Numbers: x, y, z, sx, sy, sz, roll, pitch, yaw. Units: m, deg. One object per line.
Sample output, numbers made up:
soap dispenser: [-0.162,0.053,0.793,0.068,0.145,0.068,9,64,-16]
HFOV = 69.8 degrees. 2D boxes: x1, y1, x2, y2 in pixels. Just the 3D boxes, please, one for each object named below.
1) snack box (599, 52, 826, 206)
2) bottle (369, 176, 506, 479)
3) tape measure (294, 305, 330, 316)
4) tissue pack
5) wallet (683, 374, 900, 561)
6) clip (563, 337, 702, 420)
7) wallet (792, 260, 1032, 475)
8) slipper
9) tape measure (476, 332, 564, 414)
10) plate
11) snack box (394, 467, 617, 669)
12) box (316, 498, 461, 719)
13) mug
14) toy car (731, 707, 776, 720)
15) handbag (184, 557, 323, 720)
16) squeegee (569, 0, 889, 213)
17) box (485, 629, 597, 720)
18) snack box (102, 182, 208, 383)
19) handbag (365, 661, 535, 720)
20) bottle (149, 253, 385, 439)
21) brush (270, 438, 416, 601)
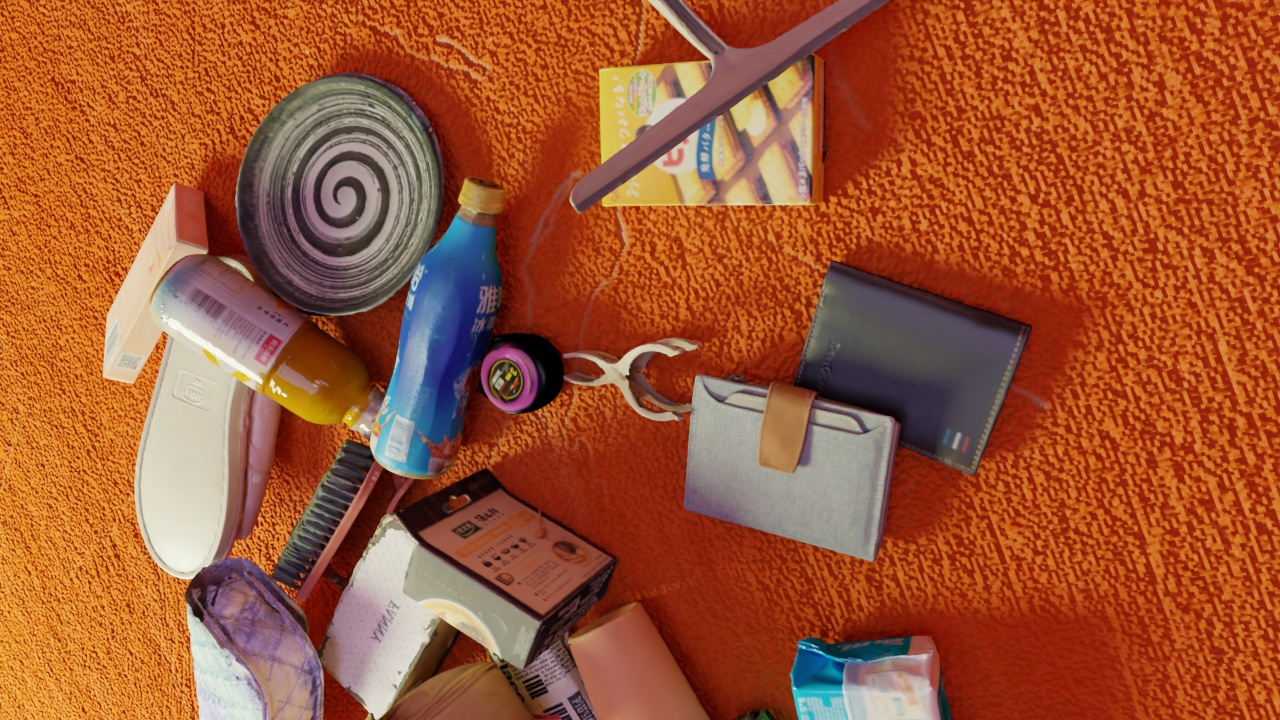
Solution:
snack box: [0.043,-0.140,0.570,0.141,0.033,0.087,5,101,25]
bottle: [-0.139,-0.023,0.656,0.065,0.065,0.219,25,109,18]
tape measure: [-0.251,-0.062,0.720,0.055,0.025,0.058,-13,85,26]
tissue pack: [0.152,0.241,0.577,0.090,0.063,0.140,-11,97,24]
wallet: [0.091,0.065,0.578,0.130,0.036,0.107,12,115,24]
clip: [-0.002,-0.002,0.617,0.103,0.034,0.093,32,116,24]
wallet: [0.158,0.003,0.554,0.122,0.020,0.096,22,108,21]
slipper: [-0.355,0.047,0.772,0.114,0.054,0.274,10,93,19]
tape measure: [-0.083,0.009,0.652,0.058,0.039,0.057,25,109,23]
plate: [-0.221,-0.123,0.684,0.180,0.024,0.179,0,90,18]
snack box: [-0.096,0.140,0.641,0.126,0.113,0.053,27,110,18]
box: [-0.188,0.201,0.727,0.090,0.059,0.185,39,115,14]
mug: [0.002,0.237,0.642,0.078,0.078,0.122,-30,81,26]
toy car: [0.094,0.280,0.621,0.036,0.043,0.091,-33,77,3]
handbag: [-0.319,0.273,0.764,0.134,0.075,0.194,35,128,27]
squeegee: [0.003,-0.238,0.556,0.246,0.039,0.246,-35,71,-2]
box: [-0.066,0.234,0.690,0.071,0.057,0.164,-37,82,49]
snack box: [-0.407,-0.063,0.768,0.158,0.026,0.084,-48,45,24]
handbag: [-0.166,0.300,0.672,0.100,0.147,0.205,48,133,17]
bottle: [-0.276,-0.006,0.703,0.189,0.067,0.068,35,113,-7]
brush: [-0.232,0.125,0.734,0.069,0.063,0.146,29,112,-16]
